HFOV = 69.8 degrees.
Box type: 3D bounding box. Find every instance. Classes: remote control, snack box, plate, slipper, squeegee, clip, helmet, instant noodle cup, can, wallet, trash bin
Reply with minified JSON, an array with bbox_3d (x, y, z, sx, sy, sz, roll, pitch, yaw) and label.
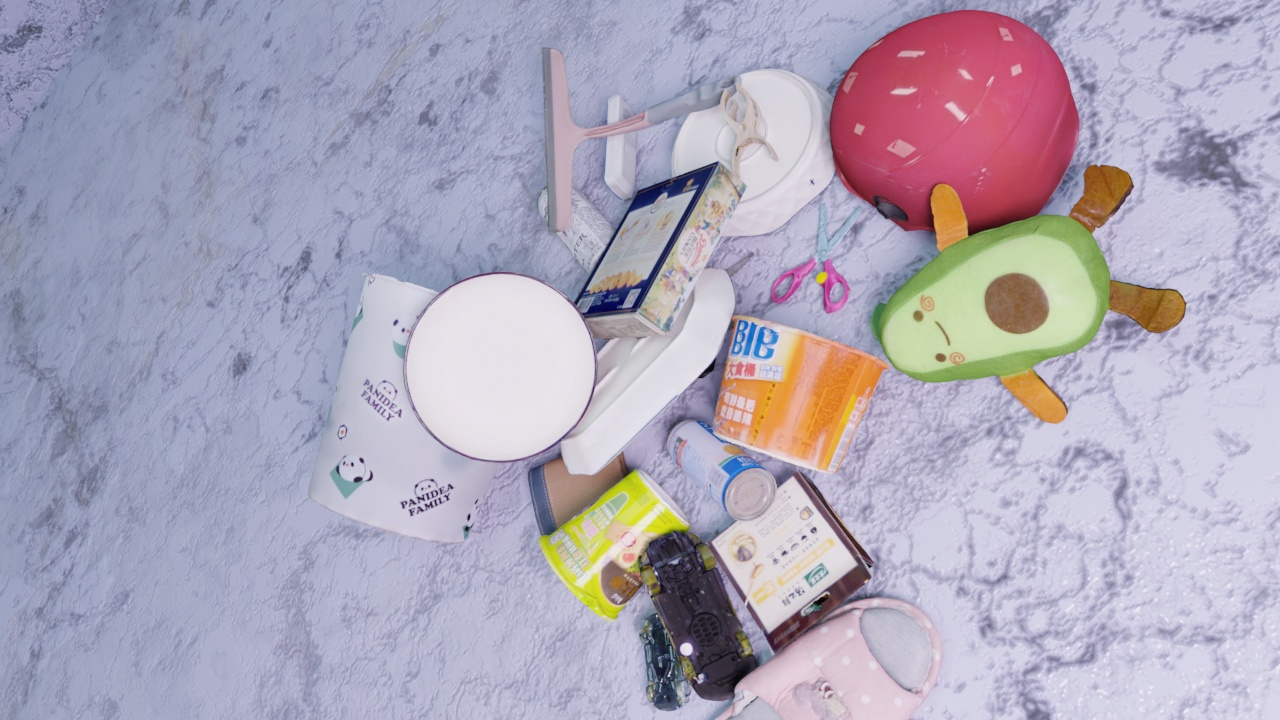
[{"bbox_3d":[-0.023,-0.259,1.120,0.024,0.049,0.124,-10,66,26],"label":"remote control"},{"bbox_3d":[0.011,-0.109,0.959,0.182,0.046,0.178,-61,23,-13],"label":"snack box"},{"bbox_3d":[-0.140,0.006,0.925,0.192,0.192,0.039,-59,16,-1],"label":"plate"},{"bbox_3d":[0.137,0.302,0.784,0.275,0.054,0.114,-42,54,12],"label":"slipper"},{"bbox_3d":[0.121,-0.237,1.021,0.205,0.045,0.204,-13,64,28],"label":"plate"},{"bbox_3d":[0.004,-0.283,1.064,0.250,0.040,0.247,-10,73,24],"label":"squeegee"},{"bbox_3d":[-0.006,0.006,0.946,0.266,0.034,0.161,-45,26,23],"label":"plate"},{"bbox_3d":[0.113,-0.248,0.982,0.070,0.034,0.099,-19,67,24],"label":"clip"},{"bbox_3d":[0.138,0.183,0.832,0.113,0.053,0.125,-42,54,11],"label":"snack box"},{"bbox_3d":[0.275,-0.234,0.851,0.240,0.144,0.207,21,85,31],"label":"helmet"},{"bbox_3d":[-0.019,0.175,0.909,0.123,0.111,0.111,-44,54,1],"label":"instant noodle cup"},{"bbox_3d":[0.074,0.102,0.878,0.053,0.053,0.134,-55,29,1],"label":"can"},{"bbox_3d":[-0.064,0.139,0.996,0.115,0.033,0.090,-28,61,20],"label":"wallet"},{"bbox_3d":[-0.243,0.056,1.033,0.230,0.229,0.251,16,85,36],"label":"trash bin"},{"bbox_3d":[-0.068,-0.156,1.101,0.058,0.058,0.146,-45,54,9],"label":"can"},{"bbox_3d":[0.138,0.033,0.842,0.151,0.151,0.111,18,90,36],"label":"instant noodle cup"}]

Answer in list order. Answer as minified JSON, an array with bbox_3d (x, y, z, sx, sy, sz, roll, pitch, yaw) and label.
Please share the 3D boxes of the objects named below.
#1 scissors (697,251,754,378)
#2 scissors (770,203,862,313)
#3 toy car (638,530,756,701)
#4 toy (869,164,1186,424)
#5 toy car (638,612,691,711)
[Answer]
[{"bbox_3d":[0.053,-0.061,1.014,0.160,0.014,0.178,-10,64,28],"label":"scissors"},{"bbox_3d":[0.181,-0.104,0.948,0.119,0.017,0.133,-14,59,32],"label":"scissors"},{"bbox_3d":[0.051,0.235,0.848,0.070,0.042,0.158,-21,81,-9],"label":"toy car"},{"bbox_3d":[0.313,-0.052,0.784,0.247,0.089,0.227,-27,81,30],"label":"toy"},{"bbox_3d":[0.026,0.286,0.874,0.043,0.034,0.090,-18,63,23],"label":"toy car"}]
